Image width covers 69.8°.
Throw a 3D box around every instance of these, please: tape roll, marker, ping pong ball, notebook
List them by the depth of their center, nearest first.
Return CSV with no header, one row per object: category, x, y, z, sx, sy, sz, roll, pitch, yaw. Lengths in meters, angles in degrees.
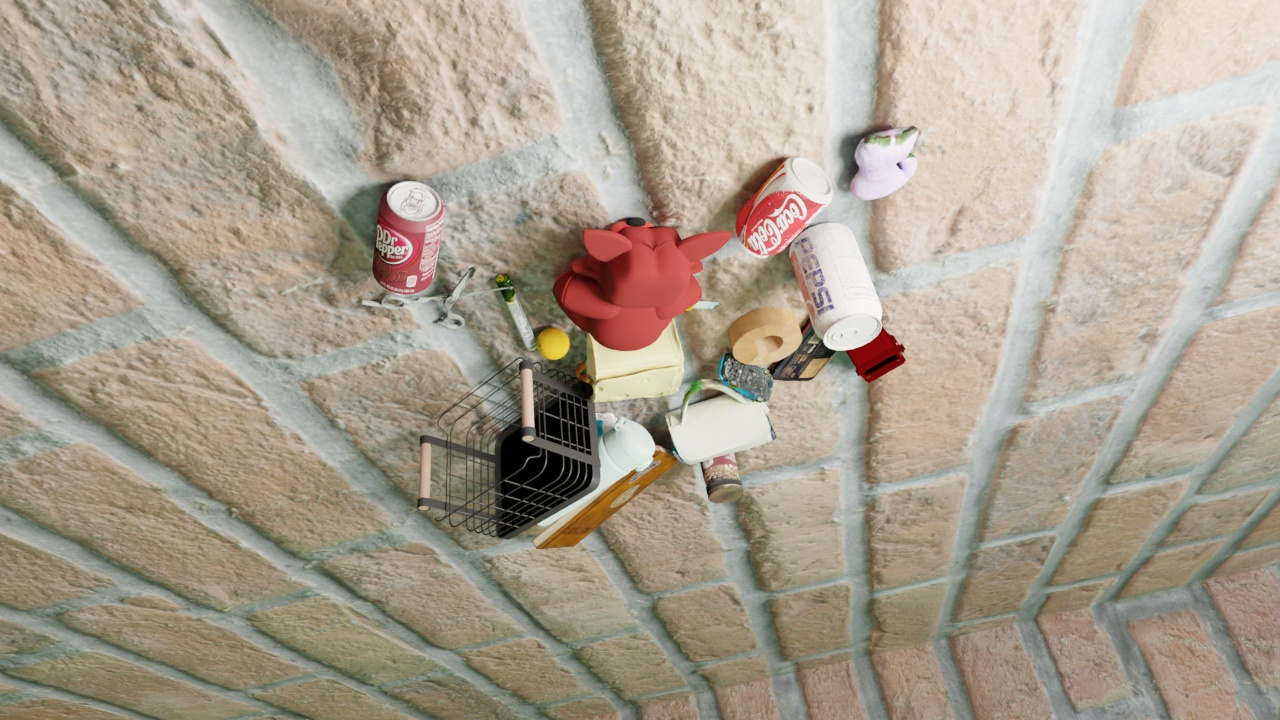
marker,-0.146,-0.054,1.099,0.017,0.017,0.147,-12,147,2
ping pong ball,-0.108,-0.021,1.138,0.040,0.040,0.040,-8,147,-5
tape roll,0.165,-0.031,1.215,0.094,0.027,0.094,-8,147,-5
notebook,-0.043,0.204,1.395,0.249,0.014,0.178,-40,162,7

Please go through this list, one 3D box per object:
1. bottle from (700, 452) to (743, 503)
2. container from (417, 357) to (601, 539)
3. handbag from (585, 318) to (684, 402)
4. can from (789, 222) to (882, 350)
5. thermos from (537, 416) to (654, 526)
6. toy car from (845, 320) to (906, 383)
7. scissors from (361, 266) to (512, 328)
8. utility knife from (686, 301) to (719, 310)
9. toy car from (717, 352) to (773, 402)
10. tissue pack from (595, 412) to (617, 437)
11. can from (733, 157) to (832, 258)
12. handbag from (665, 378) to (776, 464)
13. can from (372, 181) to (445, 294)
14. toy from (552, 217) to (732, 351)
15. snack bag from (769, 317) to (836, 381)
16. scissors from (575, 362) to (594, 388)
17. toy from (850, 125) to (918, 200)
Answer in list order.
bottle,0.122,0.163,1.426,0.056,0.105,0.056,-8,147,-5
container,-0.173,0.118,1.209,0.130,0.162,0.242,24,136,-38
handbag,-0.007,0.007,1.173,0.119,0.081,0.111,-8,150,-9
can,0.223,-0.086,1.050,0.078,0.136,0.078,-8,147,-5
thermos,-0.074,0.157,1.289,0.207,0.065,0.078,-35,97,21
toy car,0.314,-0.012,1.236,0.070,0.061,0.169,-32,150,17
scissors,-0.231,-0.071,1.040,0.171,0.014,0.142,1,154,-10
utility knife,0.014,-0.073,1.122,0.175,0.017,0.031,-1,155,-21
toy car,0.144,0.024,1.274,0.105,0.048,0.032,27,160,-38
tissue pack,-0.092,0.146,1.379,0.117,0.066,0.210,-7,145,-9
can,0.150,-0.162,0.979,0.064,0.064,0.105,12,141,-31
handbag,0.110,0.085,1.334,0.151,0.074,0.176,-17,146,9
can,-0.235,-0.122,0.926,0.063,0.063,0.114,2,145,-20
toy,-0.005,-0.092,0.991,0.158,0.120,0.198,1,155,-14
snack bag,0.239,-0.018,1.266,0.074,0.018,0.156,2,145,-21
scissors,-0.076,0.040,1.268,0.073,0.012,0.132,15,138,-32
toy,0.260,-0.210,0.966,0.080,0.036,0.100,-18,153,-8
